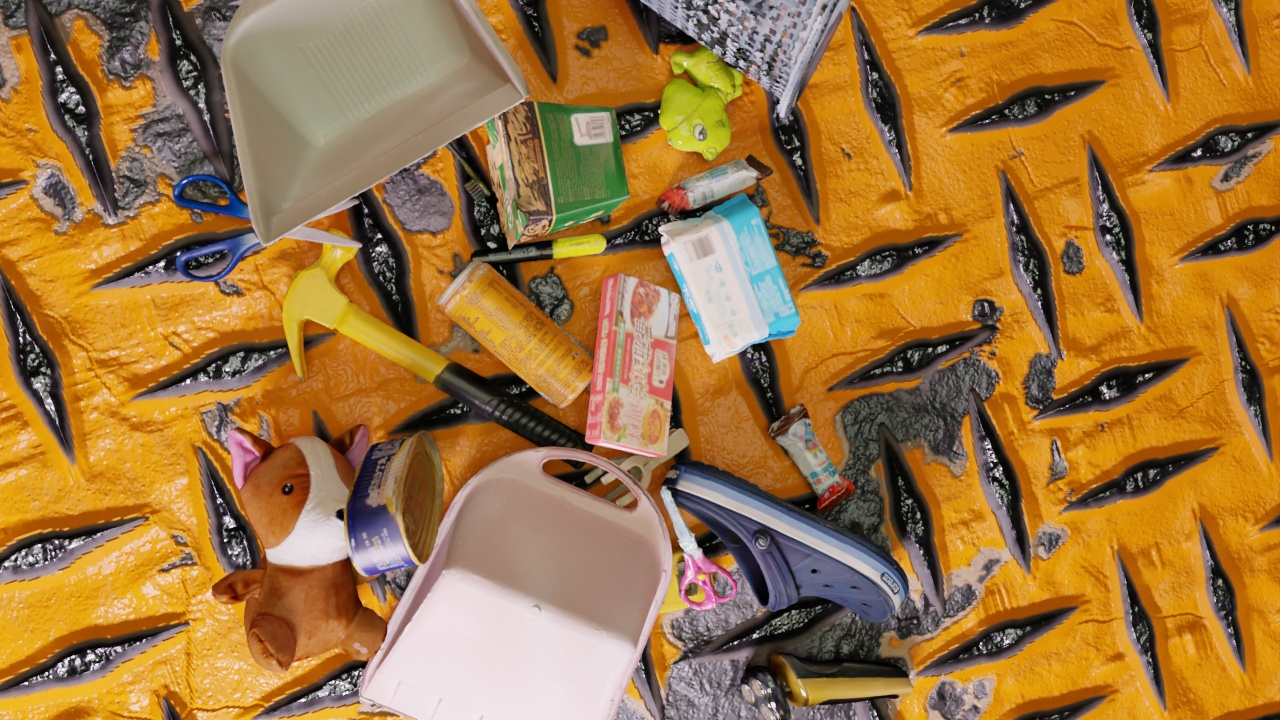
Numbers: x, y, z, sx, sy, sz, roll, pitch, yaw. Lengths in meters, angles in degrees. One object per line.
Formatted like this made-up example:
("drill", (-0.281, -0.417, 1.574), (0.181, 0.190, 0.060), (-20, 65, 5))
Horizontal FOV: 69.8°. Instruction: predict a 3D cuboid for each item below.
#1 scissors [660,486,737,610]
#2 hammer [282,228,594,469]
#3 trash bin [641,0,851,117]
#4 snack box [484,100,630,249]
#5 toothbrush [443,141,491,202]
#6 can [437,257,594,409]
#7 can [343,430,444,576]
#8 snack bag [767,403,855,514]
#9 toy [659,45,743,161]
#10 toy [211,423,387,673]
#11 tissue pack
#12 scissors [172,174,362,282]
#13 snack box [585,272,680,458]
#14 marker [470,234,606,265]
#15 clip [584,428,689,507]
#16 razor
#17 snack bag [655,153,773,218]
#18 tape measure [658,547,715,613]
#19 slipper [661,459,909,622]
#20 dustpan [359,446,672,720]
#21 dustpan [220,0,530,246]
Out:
("scissors", (0.044, 0.167, 0.815), (0.054, 0.017, 0.133), (-19, 110, 13))
("hammer", (-0.176, 0.012, 0.815), (0.300, 0.033, 0.128), (30, 87, -8))
("trash bin", (0.090, -0.352, 0.776), (0.195, 0.226, 0.226), (28, 86, 4))
("snack box", (-0.071, -0.166, 0.789), (0.105, 0.117, 0.118), (-12, 92, -13))
("toothbrush", (-0.199, -0.217, 0.817), (0.017, 0.012, 0.186), (-39, 97, 4))
("can", (-0.106, -0.023, 0.813), (0.146, 0.058, 0.058), (41, 84, -8))
("can", (-0.200, 0.115, 0.755), (0.049, 0.148, 0.075), (-14, 117, 3))
("snack bag", (0.164, 0.095, 0.876), (0.045, 0.026, 0.105), (-34, 94, -4))
("toy", (0.053, -0.239, 0.849), (0.096, 0.031, 0.100), (45, 80, -4))
("toy", (-0.275, 0.152, 0.760), (0.140, 0.131, 0.199), (6, 78, -47))
("tissue pack", (0.082, -0.074, 0.840), (0.090, 0.063, 0.140), (-23, 93, -7))
("scissors", (-0.325, -0.121, 0.781), (0.166, 0.012, 0.155), (-37, 89, 4))
("snack box", (-0.005, 0.005, 0.812), (0.075, 0.026, 0.152), (17, 71, -36))
("marker", (-0.092, -0.100, 0.835), (0.124, 0.015, 0.018), (-8, 87, -8))
("clip", (0.000, 0.098, 0.830), (0.102, 0.094, 0.035), (-29, 95, 3))
("razor", (0.179, 0.311, 0.871), (0.167, 0.062, 0.067), (3, 58, -15))
("snack bag", (0.068, -0.162, 0.848), (0.104, 0.048, 0.026), (-24, 127, -12))
("tape measure", (0.039, 0.205, 0.856), (0.060, 0.029, 0.057), (-10, 92, -9))
("slipper", (0.127, 0.177, 0.830), (0.253, 0.105, 0.095), (30, 79, -6))
("dustpan", (-0.092, 0.219, 0.812), (0.222, 0.138, 0.274), (26, 125, -7))
("dustpan", (-0.229, -0.241, 0.712), (0.223, 0.257, 0.143), (-29, 121, 2))
